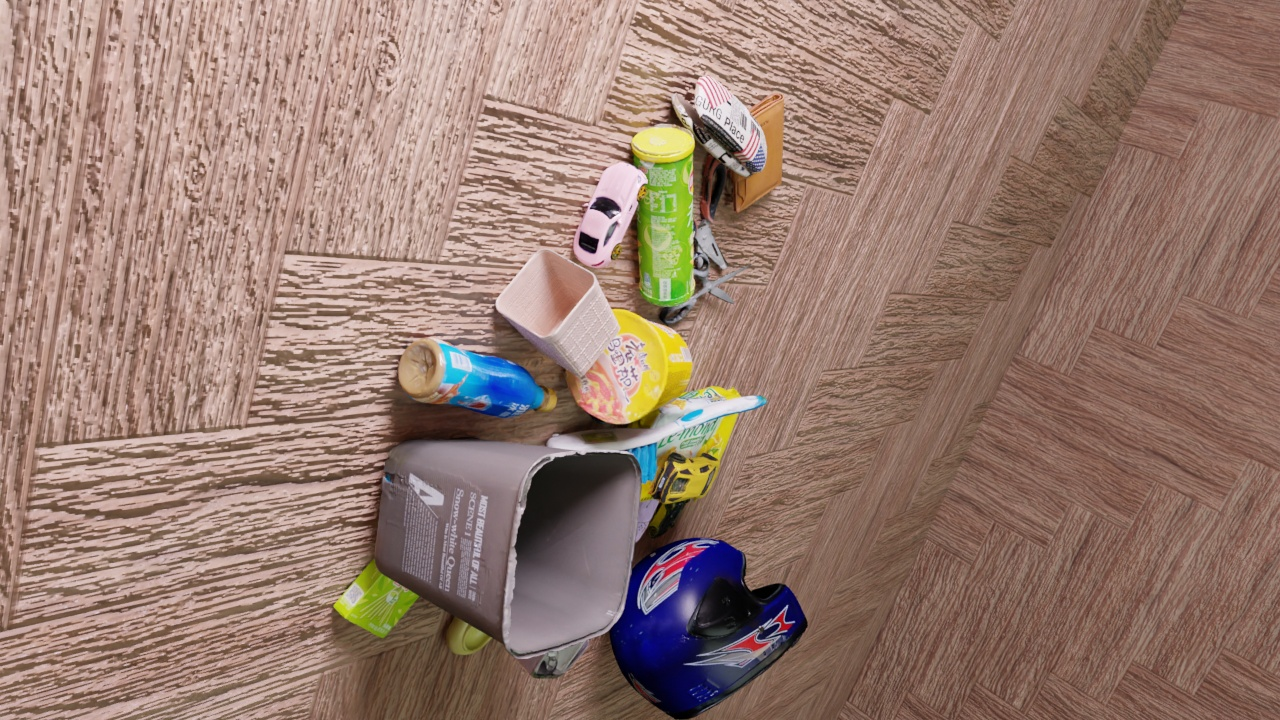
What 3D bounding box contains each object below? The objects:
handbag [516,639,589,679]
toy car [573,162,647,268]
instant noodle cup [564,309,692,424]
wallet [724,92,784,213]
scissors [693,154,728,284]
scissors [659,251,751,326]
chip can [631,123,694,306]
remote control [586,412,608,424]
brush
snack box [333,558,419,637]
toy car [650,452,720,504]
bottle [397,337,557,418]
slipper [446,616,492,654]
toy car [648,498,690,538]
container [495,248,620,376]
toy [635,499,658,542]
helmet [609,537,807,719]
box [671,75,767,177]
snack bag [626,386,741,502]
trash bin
[{"bbox_3d":[-0.137,0.264,1.101,0.145,0.197,0.098,-55,147,-6],"label":"handbag"},{"bbox_3d":[-0.037,-0.163,1.025,0.037,0.056,0.122,6,110,-63],"label":"toy car"},{"bbox_3d":[-0.007,0.007,1.141,0.109,0.138,0.138,-2,117,-63],"label":"instant noodle cup"},{"bbox_3d":[0.154,-0.275,1.221,0.107,0.031,0.132,-38,141,-32],"label":"wallet"},{"bbox_3d":[0.081,-0.183,1.206,0.189,0.015,0.222,-11,124,-50],"label":"scissors"},{"bbox_3d":[0.092,-0.099,1.271,0.159,0.014,0.181,-46,149,-4],"label":"scissors"},{"bbox_3d":[0.029,-0.166,1.097,0.072,0.072,0.222,-36,141,-32],"label":"chip can"},{"bbox_3d":[-0.022,0.047,1.222,0.136,0.053,0.024,-30,163,-37],"label":"remote control"},{"bbox_3d":[0.021,0.110,1.220,0.314,0.060,0.109,-4,112,-19],"label":"brush"},{"bbox_3d":[-0.271,0.239,1.057,0.156,0.026,0.086,-50,147,-15],"label":"snack box"},{"bbox_3d":[0.072,0.171,1.330,0.155,0.041,0.071,5,112,-55],"label":"toy car"},{"bbox_3d":[-0.165,0.026,0.995,0.218,0.065,0.065,20,99,-58],"label":"bottle"},{"bbox_3d":[-0.172,0.318,1.207,0.190,0.081,0.091,-52,150,-7],"label":"slipper"},{"bbox_3d":[0.043,0.244,1.486,0.048,0.032,0.105,-11,136,-50],"label":"toy car"},{"bbox_3d":[-0.087,-0.048,1.022,0.089,0.090,0.111,-52,150,-12],"label":"container"},{"bbox_3d":[0.001,0.234,1.413,0.083,0.039,0.108,1,114,-64],"label":"toy"},{"bbox_3d":[0.096,0.406,1.487,0.314,0.240,0.248,-26,173,-31],"label":"helmet"},{"bbox_3d":[0.108,-0.276,1.086,0.081,0.074,0.163,-33,146,20],"label":"box"},{"bbox_3d":[0.047,0.119,1.355,0.245,0.068,0.158,-5,120,-52],"label":"snack bag"},{"bbox_3d":[-0.146,0.174,0.962,0.198,0.220,0.199,6,93,-56],"label":"trash bin"}]
